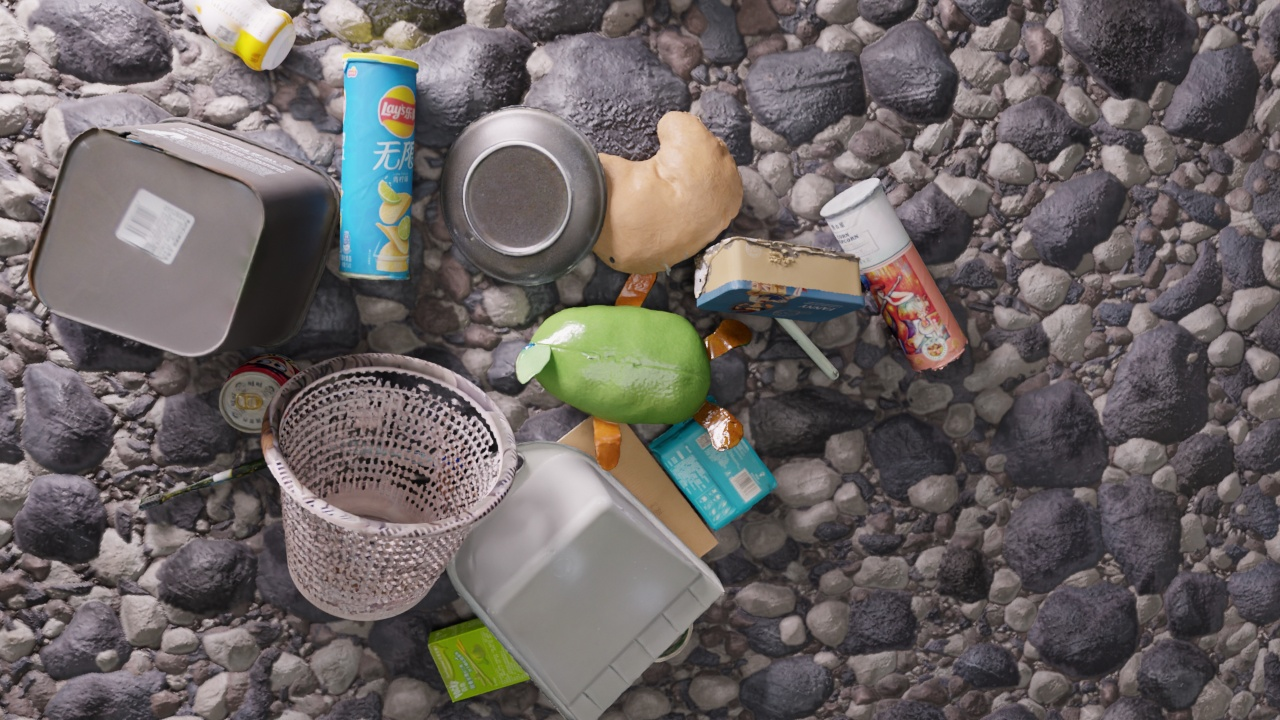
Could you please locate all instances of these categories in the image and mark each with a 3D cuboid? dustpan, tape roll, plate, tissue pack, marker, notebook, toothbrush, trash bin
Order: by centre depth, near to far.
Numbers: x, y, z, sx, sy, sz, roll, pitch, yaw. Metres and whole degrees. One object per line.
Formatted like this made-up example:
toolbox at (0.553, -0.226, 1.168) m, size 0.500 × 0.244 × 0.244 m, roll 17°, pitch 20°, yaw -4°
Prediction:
trash bin at (-0.396, -0.108, 0.811) m, size 0.199 × 0.220 × 0.199 m, roll 20°, pitch 95°, yaw -12°
trash bin at (-0.251, 0.136, 0.882) m, size 0.227 × 0.227 × 0.193 m, roll 15°, pitch 127°, yaw -13°
plate at (-0.121, -0.163, 0.919) m, size 0.179 × 0.024 × 0.179 m, roll 3°, pitch 104°, yaw 11°
toothbrush at (-0.426, 0.119, 0.950) m, size 0.185 × 0.017 × 0.012 m, roll -19°, pitch 100°, yaw -7°
marker at (-0.262, 0.100, 0.977) m, size 0.145 × 0.017 × 0.017 m, roll 12°, pitch 98°, yaw -12°
dustpan at (-0.081, 0.220, 0.994) m, size 0.222 × 0.143 × 0.258 m, roll -43°, pitch 122°, yaw -8°
tissue pack at (0.081, 0.116, 1.026) m, size 0.093 × 0.050 × 0.133 m, roll -37°, pitch 104°, yaw 0°
toothbrush at (0.160, -0.044, 1.028) m, size 0.189 × 0.020 × 0.029 m, roll 44°, pitch 58°, yaw -16°
notebook at (-0.031, 0.171, 1.030) m, size 0.149 × 0.012 × 0.211 m, roll -38°, pitch 101°, yaw -3°
tape roll at (0.018, 0.309, 1.069) m, size 0.085 × 0.014 × 0.086 m, roll -2°, pitch 100°, yaw -10°

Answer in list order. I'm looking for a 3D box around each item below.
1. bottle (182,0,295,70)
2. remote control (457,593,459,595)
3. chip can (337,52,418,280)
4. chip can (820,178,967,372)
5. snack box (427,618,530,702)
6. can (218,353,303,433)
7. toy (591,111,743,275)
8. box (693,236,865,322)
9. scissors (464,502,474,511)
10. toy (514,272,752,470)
bottle at (-0.380, -0.322, 0.854) m, size 0.108 × 0.063 × 0.063 m, roll 35°, pitch 92°, yaw -15°
remote control at (-0.135, 0.254, 1.027) m, size 0.135 × 0.019 × 0.056 m, roll 22°, pitch 96°, yaw -13°
chip can at (-0.257, -0.186, 0.897) m, size 0.071 × 0.071 × 0.210 m, roll 3°, pitch 100°, yaw -11°
chip can at (0.283, -0.092, 1.014) m, size 0.071 × 0.071 × 0.215 m, roll -35°, pitch 105°, yaw -3°
snack box at (-0.148, 0.319, 1.020) m, size 0.156 × 0.026 × 0.086 m, roll -17°, pitch 111°, yaw -1°
can at (-0.372, 0.032, 0.904) m, size 0.066 × 0.094 × 0.066 m, roll -2°, pitch 100°, yaw -10°
toy at (-0.001, -0.154, 0.950) m, size 0.226 × 0.082 × 0.143 m, roll -30°, pitch 89°, yaw -1°
box at (0.151, -0.082, 0.965) m, size 0.184 × 0.090 × 0.061 m, roll 6°, pitch 77°, yaw -23°
scissors at (-0.129, 0.222, 1.003) m, size 0.146 × 0.014 × 0.172 m, roll -32°, pitch 87°, yaw -15°
toy at (-0.006, 0.006, 0.969) m, size 0.246 × 0.090 × 0.226 m, roll 11°, pitch 80°, yaw -6°
